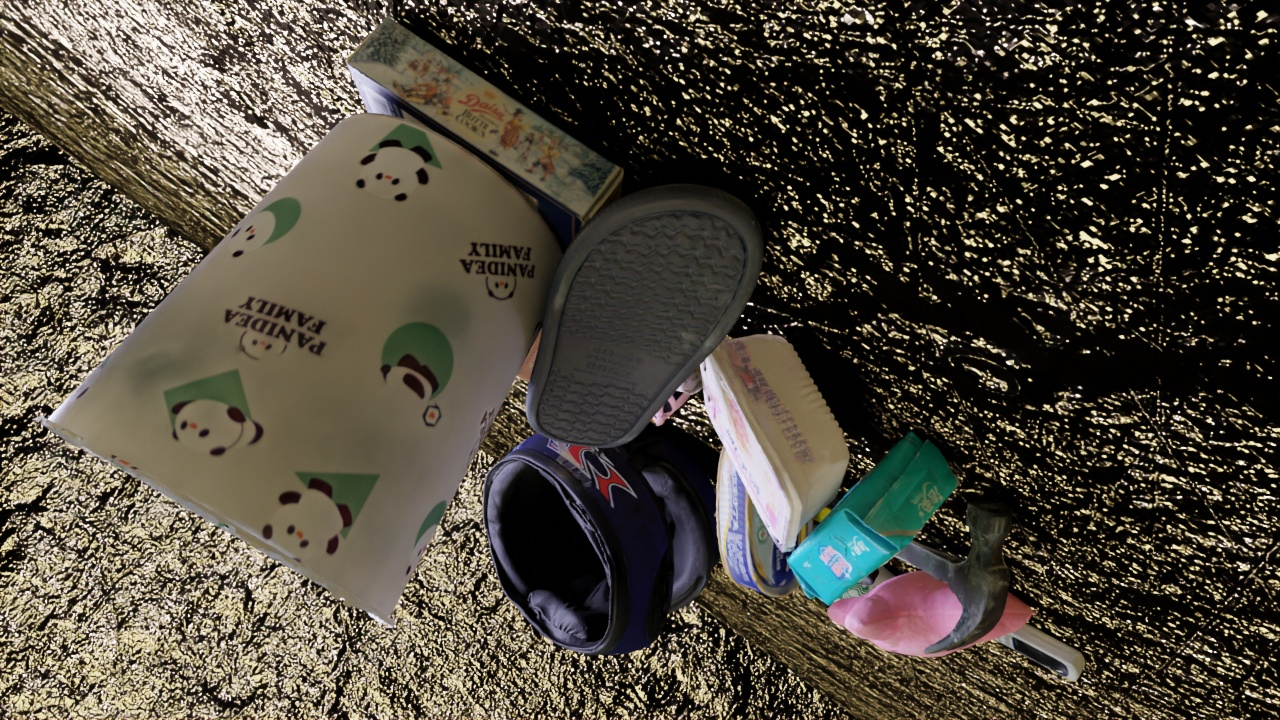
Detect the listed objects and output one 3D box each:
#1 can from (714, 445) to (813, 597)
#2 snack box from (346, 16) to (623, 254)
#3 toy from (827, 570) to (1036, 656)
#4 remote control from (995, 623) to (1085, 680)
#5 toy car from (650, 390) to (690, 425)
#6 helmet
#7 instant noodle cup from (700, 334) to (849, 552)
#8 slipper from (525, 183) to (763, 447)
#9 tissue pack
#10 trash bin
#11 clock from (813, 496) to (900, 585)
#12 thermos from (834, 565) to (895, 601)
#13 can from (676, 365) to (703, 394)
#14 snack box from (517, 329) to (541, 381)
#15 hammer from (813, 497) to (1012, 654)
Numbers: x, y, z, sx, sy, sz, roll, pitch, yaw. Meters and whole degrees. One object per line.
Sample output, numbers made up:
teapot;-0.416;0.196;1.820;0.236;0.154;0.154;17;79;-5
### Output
can;0.110;0.131;0.811;0.074;0.148;0.049;-1;180;-27
snack box;-0.101;-0.125;0.638;0.182;0.045;0.178;34;165;5
toy;0.263;0.224;0.811;0.178;0.074;0.195;-4;167;2
remote control;0.356;0.264;0.900;0.150;0.021;0.058;25;163;34
toy car;0.027;0.025;0.806;0.037;0.056;0.122;39;167;14
helmet;-0.022;0.194;1.065;0.239;0.247;0.316;-7;-159;-35
instant noodle cup;0.098;0.054;0.657;0.173;0.060;0.138;70;174;-67
slipper;-0.011;-0.034;0.597;0.110;0.083;0.269;14;144;-13
tissue pack;0.163;0.117;0.657;0.050;0.093;0.134;43;149;13
trash bin;-0.185;0.000;0.580;0.229;0.251;0.230;26;158;11
clock;0.192;0.169;0.898;0.122;0.055;0.082;25;163;36
thermos;0.221;0.231;0.997;0.224;0.073;0.073;39;165;-15
can;-0.004;-0.020;0.737;0.133;0.053;0.053;26;163;32
snack box;-0.106;-0.041;0.786;0.077;0.092;0.094;29;177;24
hammer;0.181;0.143;0.782;0.031;0.126;0.324;0;-172;-25
